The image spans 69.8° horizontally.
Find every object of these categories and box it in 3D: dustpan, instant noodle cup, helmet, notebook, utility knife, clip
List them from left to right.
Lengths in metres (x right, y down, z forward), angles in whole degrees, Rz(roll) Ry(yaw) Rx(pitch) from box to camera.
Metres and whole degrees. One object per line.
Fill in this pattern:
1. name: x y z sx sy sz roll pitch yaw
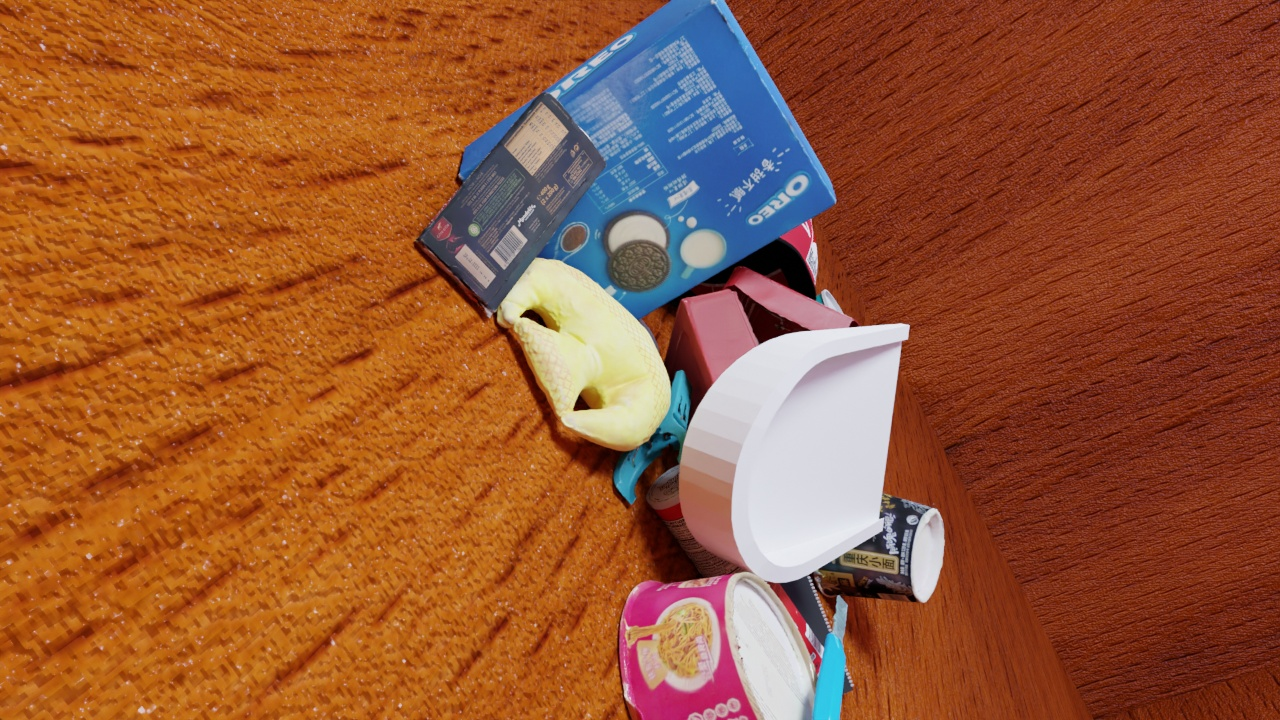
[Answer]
1. clip: 0.001 0.069 0.734 0.031 0.121 0.130 49 8 -27
2. helmet: 0.085 -0.177 1.027 0.270 0.198 0.224 32 43 -54
3. instant noodle cup: 0.066 0.224 0.631 0.178 0.078 0.178 49 23 -30
4. notebook: 0.146 0.233 0.911 0.149 0.016 0.206 22 43 -59
5. dustpan: 0.143 0.075 0.728 0.257 0.053 0.191 -6 105 -40
6. utility knife: 0.143 0.230 0.678 0.031 0.015 0.224 63 22 -5
7. instant noodle cup: 0.273 0.210 1.032 0.137 0.112 0.137 -11 104 -54

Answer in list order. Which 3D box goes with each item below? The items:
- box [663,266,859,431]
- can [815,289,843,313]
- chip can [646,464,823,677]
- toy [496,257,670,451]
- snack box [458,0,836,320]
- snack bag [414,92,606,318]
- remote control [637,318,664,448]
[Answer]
1. box: 0.081 0.022 0.818 0.147 0.155 0.158 30 -27 12
2. can: 0.189 -0.011 1.147 0.099 0.144 0.099 50 23 -30
3. chip can: 0.084 0.183 0.768 0.215 0.052 0.051 56 21 -17
4. toy: -0.039 -0.010 0.709 0.170 0.065 0.154 57 31 7
5. snack box: 0.008 -0.149 0.737 0.195 0.239 0.056 49 21 -31
6. snack bag: -0.087 -0.113 0.650 0.074 0.018 0.155 48 65 -31
7. remote control: -0.005 0.005 0.830 0.074 0.019 0.150 49 23 -32
